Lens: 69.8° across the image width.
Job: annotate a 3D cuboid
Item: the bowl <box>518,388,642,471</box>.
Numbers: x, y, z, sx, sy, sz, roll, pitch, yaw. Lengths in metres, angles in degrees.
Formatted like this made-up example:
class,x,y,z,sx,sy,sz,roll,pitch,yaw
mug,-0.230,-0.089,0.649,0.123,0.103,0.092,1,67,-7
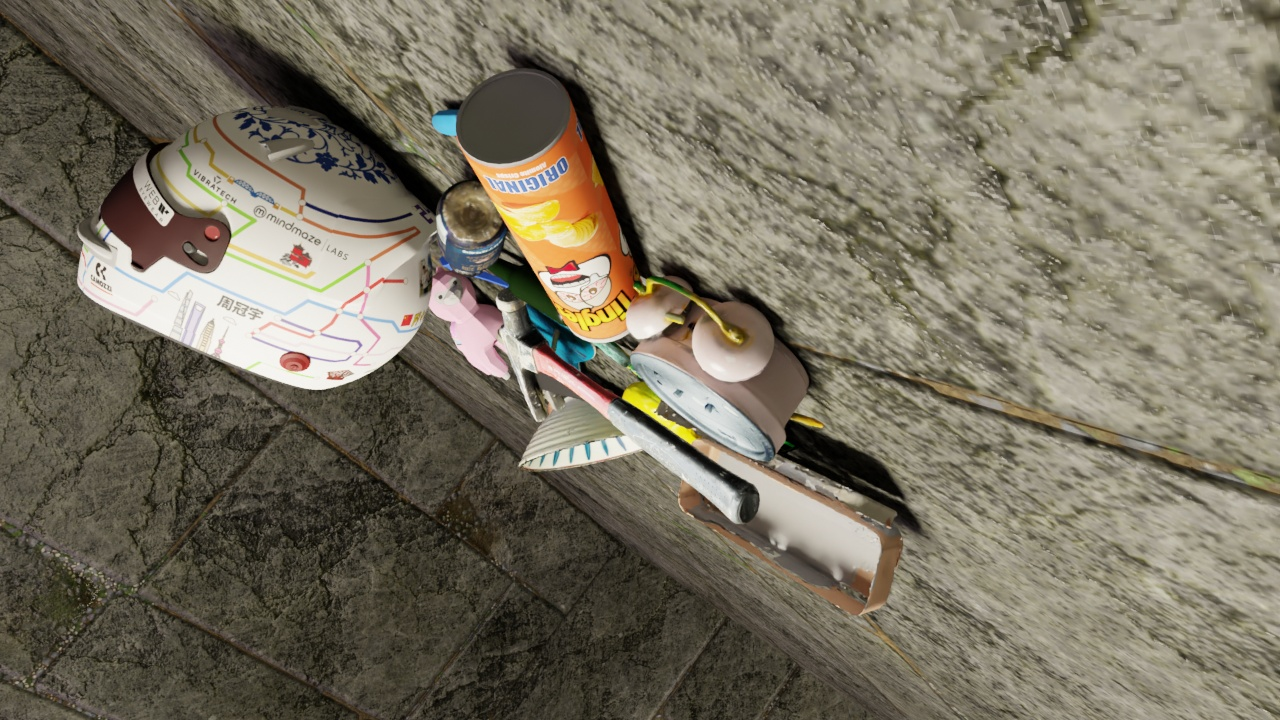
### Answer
class,x,y,z,sx,sy,sz,roll,pitch,yaw
bowl,-0.061,0.077,1.080,0.177,0.177,0.071,99,159,-76

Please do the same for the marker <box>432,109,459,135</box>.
class,x,y,z,sx,sy,sz,roll,pitch,yaw
marker,-0.100,-0.152,0.583,0.123,0.015,0.018,18,153,51

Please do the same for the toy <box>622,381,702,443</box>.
class,x,y,z,sx,sy,sz,roll,pitch,yaw
toy,0.022,0.056,0.914,0.094,0.041,0.095,28,166,33

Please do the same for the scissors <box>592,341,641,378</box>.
class,x,y,z,sx,sy,sz,roll,pitch,yaw
scissors,0.000,0.010,0.844,0.132,0.013,0.078,38,-175,-7

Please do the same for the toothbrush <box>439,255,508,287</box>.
class,x,y,z,sx,sy,sz,roll,pitch,yaw
toothbrush,-0.175,-0.094,0.976,0.011,0.016,0.187,38,172,-35

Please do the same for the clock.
class,x,y,z,sx,sy,sz,roll,pitch,yaw
clock,0.048,0.000,0.605,0.117,0.058,0.158,25,162,43

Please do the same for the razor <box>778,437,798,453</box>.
class,x,y,z,sx,sy,sz,roll,pitch,yaw
razor,0.072,0.047,0.786,0.044,0.021,0.144,27,175,-38

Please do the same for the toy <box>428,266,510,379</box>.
class,x,y,z,sx,sy,sz,roll,pitch,yaw
toy,-0.209,-0.048,1.137,0.157,0.067,0.123,47,166,-20

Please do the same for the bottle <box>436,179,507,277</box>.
class,x,y,z,sx,sy,sz,roll,pitch,yaw
bottle,-0.142,-0.104,0.769,0.056,0.056,0.161,39,168,-5

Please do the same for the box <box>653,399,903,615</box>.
class,x,y,z,sx,sy,sz,roll,pitch,yaw
box,0.100,0.114,0.749,0.094,0.121,0.217,-6,-159,-40

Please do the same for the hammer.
class,x,y,z,sx,sy,sz,roll,pitch,yaw
hammer,-0.019,0.051,0.800,0.326,0.036,0.141,33,145,42

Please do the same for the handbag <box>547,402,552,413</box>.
class,x,y,z,sx,sy,sz,roll,pitch,yaw
handbag,-0.097,0.050,1.238,0.093,0.043,0.196,31,162,24

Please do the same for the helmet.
class,x,y,z,sx,sy,sz,roll,pitch,yaw
helmet,-0.344,-0.120,0.861,0.314,0.236,0.230,25,-164,-6

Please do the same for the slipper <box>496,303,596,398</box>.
class,x,y,z,sx,sy,sz,roll,pitch,yaw
slipper,-0.109,-0.012,1.000,0.118,0.060,0.295,41,167,5

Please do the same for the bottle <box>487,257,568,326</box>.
class,x,y,z,sx,sy,sz,roll,pitch,yaw
bottle,-0.101,-0.069,0.834,0.123,0.033,0.033,31,166,33

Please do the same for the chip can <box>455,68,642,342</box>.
class,x,y,z,sx,sy,sz,roll,pitch,yaw
chip can,-0.046,-0.083,0.563,0.062,0.062,0.210,33,166,23
